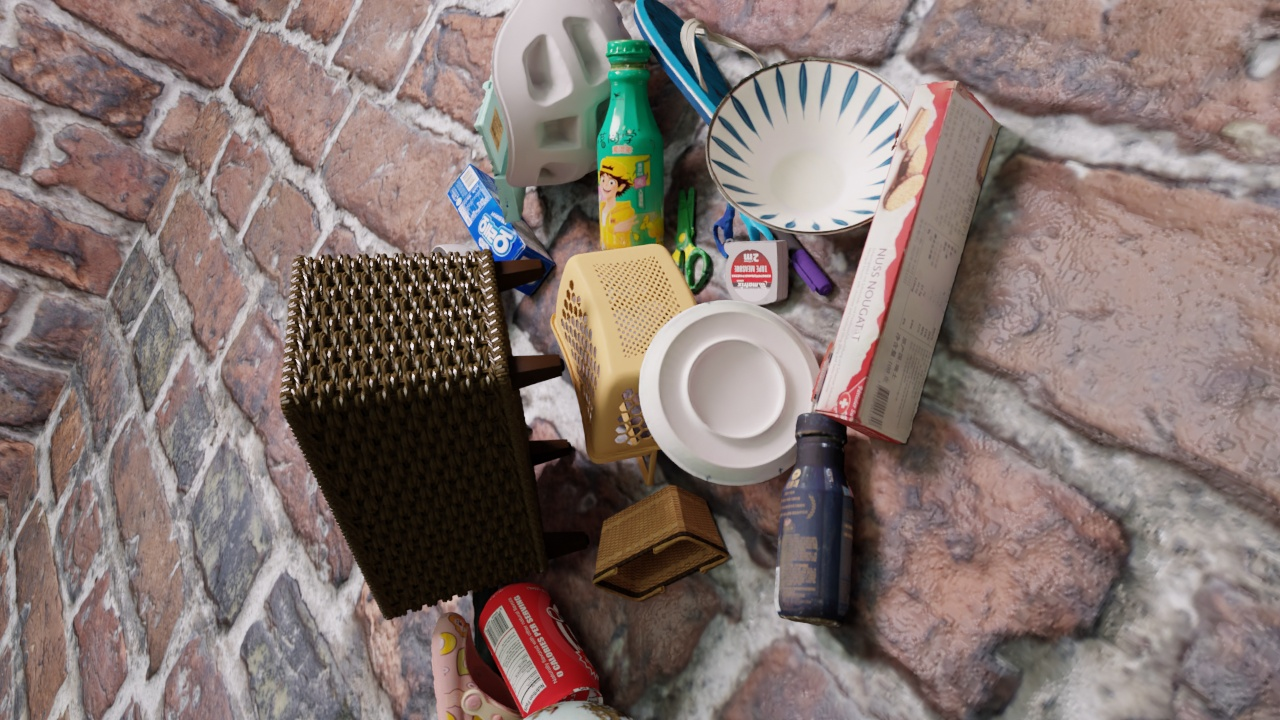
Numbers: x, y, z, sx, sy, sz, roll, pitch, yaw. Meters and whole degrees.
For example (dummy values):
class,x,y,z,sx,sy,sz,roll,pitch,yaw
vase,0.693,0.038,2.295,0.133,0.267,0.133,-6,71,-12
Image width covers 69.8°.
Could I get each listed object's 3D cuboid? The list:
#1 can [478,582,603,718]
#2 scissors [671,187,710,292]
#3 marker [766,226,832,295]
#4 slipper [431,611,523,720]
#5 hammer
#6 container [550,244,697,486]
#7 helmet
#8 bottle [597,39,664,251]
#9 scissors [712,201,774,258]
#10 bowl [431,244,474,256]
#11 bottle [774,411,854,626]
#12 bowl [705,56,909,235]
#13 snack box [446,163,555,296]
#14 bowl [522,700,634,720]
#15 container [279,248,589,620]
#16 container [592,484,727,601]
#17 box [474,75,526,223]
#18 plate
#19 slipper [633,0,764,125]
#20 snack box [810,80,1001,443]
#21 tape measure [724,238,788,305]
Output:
class,x,y,z,sx,sy,sz,roll,pitch,yaw
can,-0.094,0.276,0.854,0.074,0.074,0.142,-56,43,11
scissors,0.041,-0.122,0.948,0.071,0.014,0.130,-24,57,37
marker,0.136,-0.104,0.836,0.015,0.018,0.133,98,154,-42
slipper,-0.148,0.333,0.870,0.093,0.081,0.197,156,104,-85
hammer,-0.169,0.204,1.000,0.133,0.033,0.332,-27,56,34
container,-0.005,0.005,0.863,0.167,0.129,0.183,95,161,-49
helmet,-0.099,-0.327,1.043,0.282,0.183,0.225,-119,26,-48
bottle,-0.010,-0.214,0.932,0.068,0.068,0.210,18,116,48
scissors,0.081,-0.149,0.865,0.104,0.015,0.133,-6,111,61
bowl,-0.217,-0.077,1.138,0.132,0.064,0.132,11,103,60
bottle,0.135,0.120,0.705,0.056,0.056,0.160,-11,65,43
bowl,0.146,-0.170,0.796,0.177,0.071,0.177,-3,67,6
snack box,-0.181,-0.170,1.163,0.059,0.059,0.226,-49,44,12
bowl,-0.053,0.339,0.746,0.160,0.160,0.094,-57,12,10
container,-0.167,0.064,0.829,0.205,0.322,0.176,-10,47,-6
container,0.014,0.160,0.810,0.114,0.063,0.061,-33,43,31
box,-0.161,-0.271,1.109,0.033,0.136,0.186,-4,43,3
plate,0.077,0.024,0.752,0.014,0.157,0.156,124,158,-74
slipper,0.072,-0.297,0.923,0.060,0.118,0.294,-48,49,29
snack box,0.207,-0.076,0.710,0.044,0.076,0.272,11,81,50
tape measure,0.107,-0.081,0.839,0.060,0.020,0.062,5,103,44
